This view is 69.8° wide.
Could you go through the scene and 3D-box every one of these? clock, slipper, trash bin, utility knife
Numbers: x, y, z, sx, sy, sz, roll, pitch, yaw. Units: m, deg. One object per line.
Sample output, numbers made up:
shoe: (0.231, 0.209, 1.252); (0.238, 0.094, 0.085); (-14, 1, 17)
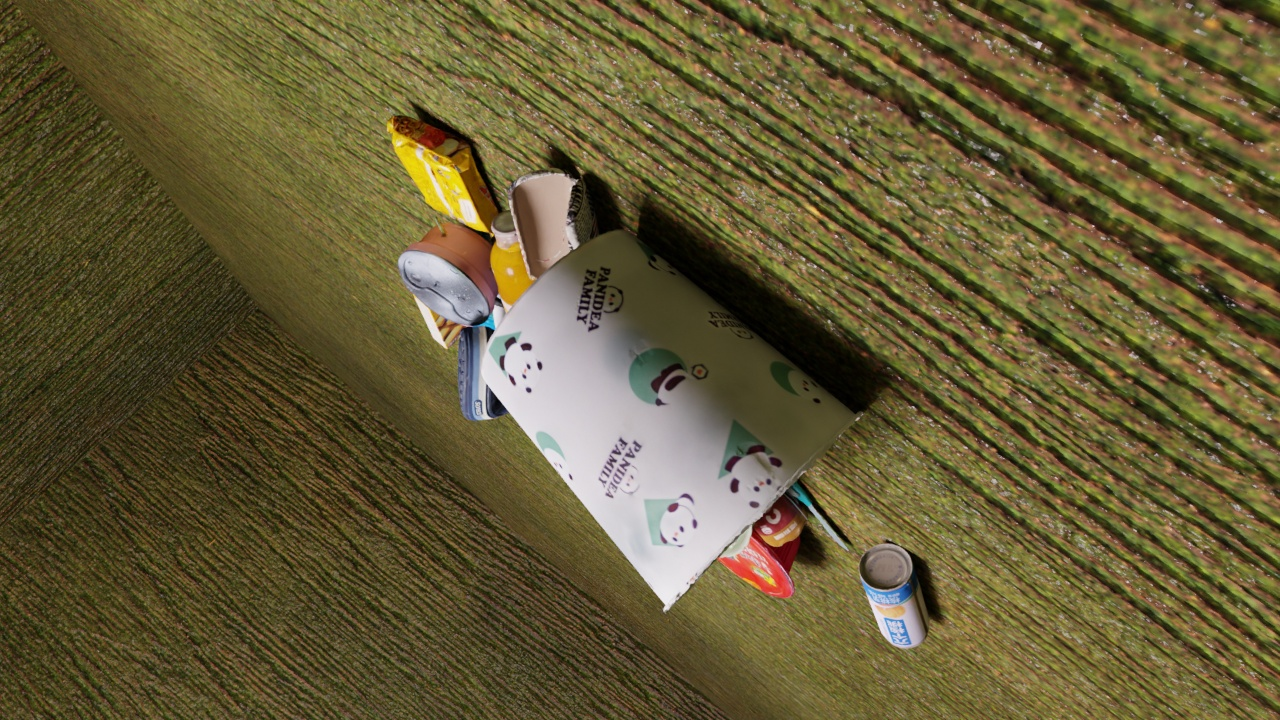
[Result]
clock: (-0.214, -0.092, 1.043); (0.117, 0.059, 0.159); (35, 149, -8)
slipper: (-0.156, 0.020, 1.106); (0.253, 0.095, 0.105); (63, -157, -84)
trash bin: (0.016, 0.039, 0.775); (0.252, 0.229, 0.230); (45, 162, 12)
utility knife: (0.155, 0.127, 0.973); (0.222, 0.013, 0.029); (49, 168, -15)

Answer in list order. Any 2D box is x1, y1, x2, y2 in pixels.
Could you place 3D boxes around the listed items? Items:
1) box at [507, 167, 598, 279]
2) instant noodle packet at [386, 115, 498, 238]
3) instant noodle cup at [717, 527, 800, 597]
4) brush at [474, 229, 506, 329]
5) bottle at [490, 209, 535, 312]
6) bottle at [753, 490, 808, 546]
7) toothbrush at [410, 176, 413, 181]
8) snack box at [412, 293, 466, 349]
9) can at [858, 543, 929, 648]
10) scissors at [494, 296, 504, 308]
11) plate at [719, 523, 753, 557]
box: (-0.069, -0.103, 0.841); (0.163, 0.076, 0.087); (89, 159, -60)
instant noodle packet: (-0.202, -0.192, 0.966); (0.111, 0.044, 0.128); (32, 161, 24)
instant noodle cup: (0.124, 0.202, 1.117); (0.194, 0.065, 0.194); (38, 161, 15)
brush: (-0.189, -0.074, 1.185); (0.109, 0.060, 0.315); (25, 152, 30)
bottle: (-0.116, -0.077, 0.972); (0.068, 0.067, 0.190); (31, 152, 31)
bottle: (0.109, 0.123, 0.990); (0.175, 0.057, 0.057); (49, 160, -16)
toothbrush: (-0.201, -0.176, 1.045); (0.186, 0.012, 0.017); (34, 148, 26)
snack box: (-0.252, -0.082, 1.229); (0.034, 0.086, 0.141); (37, 160, 19)
can: (0.264, 0.246, 0.948); (0.053, 0.053, 0.135); (26, 154, 41)
scissors: (-0.144, -0.099, 1.040); (0.181, 0.014, 0.160); (27, 151, 11)
plate: (0.031, 0.115, 0.983); (0.230, 0.027, 0.231); (31, 144, 26)
